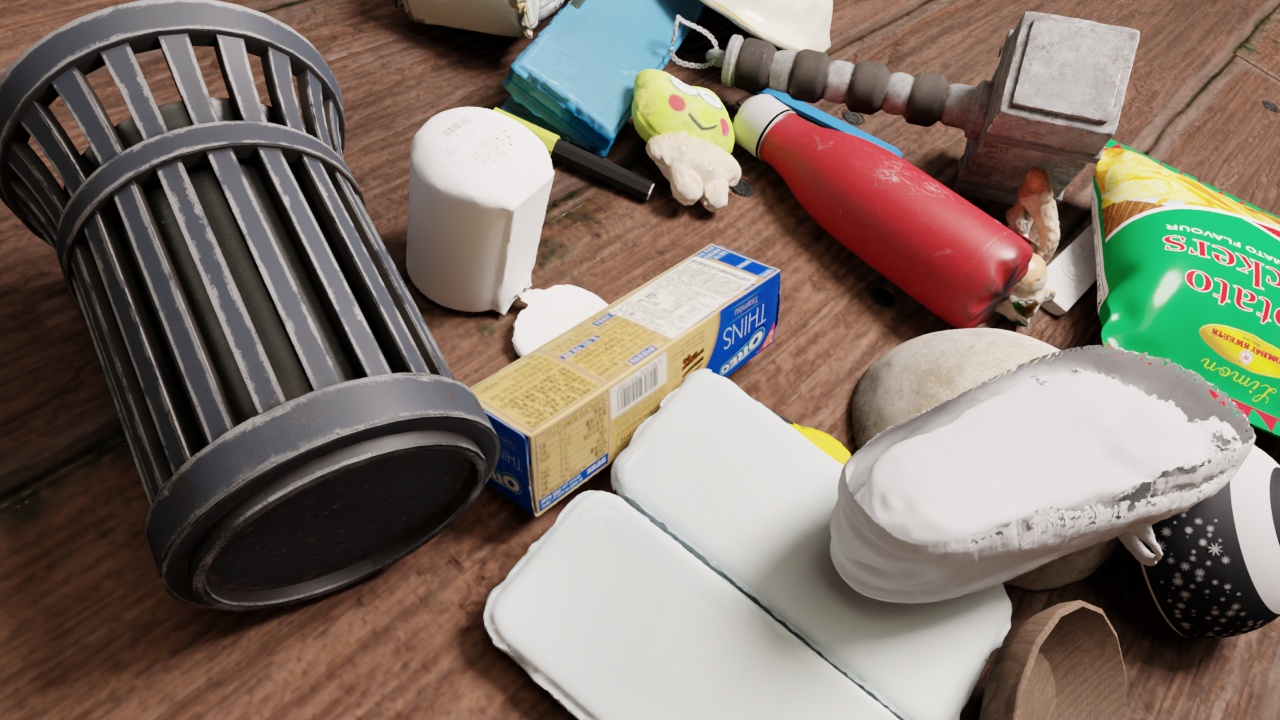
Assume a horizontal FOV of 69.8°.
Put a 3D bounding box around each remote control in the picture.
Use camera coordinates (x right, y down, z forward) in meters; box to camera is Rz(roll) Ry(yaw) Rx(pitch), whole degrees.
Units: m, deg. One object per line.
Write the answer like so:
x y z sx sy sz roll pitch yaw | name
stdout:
0.346 -0.074 0.726 0.033 0.012 0.130 45 52 15 | remote control

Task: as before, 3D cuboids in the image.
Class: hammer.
0.181 -0.205 0.697 0.326 0.177 0.079 15 85 11 | hammer

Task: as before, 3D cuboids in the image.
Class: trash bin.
-0.173 -0.020 0.414 0.164 0.165 0.227 -19 64 -30 | trash bin

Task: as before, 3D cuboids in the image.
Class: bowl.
0.224 0.040 0.550 0.178 0.081 0.178 8 51 -10 | bowl
0.192 0.171 0.437 0.117 0.030 0.118 0 89 -40 | bowl
0.334 0.094 0.515 0.120 0.067 0.120 14 69 -40 | bowl
0.096 -0.341 0.792 0.188 0.060 0.219 13 36 -28 | bowl

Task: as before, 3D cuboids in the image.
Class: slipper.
0.201 0.057 0.452 0.246 0.075 0.112 -15 63 -21 | slipper

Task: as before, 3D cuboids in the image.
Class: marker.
-0.049 -0.144 0.644 0.124 0.017 0.021 24 4 0 | marker

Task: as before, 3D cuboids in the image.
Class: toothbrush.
0.145 -0.210 0.767 0.166 0.014 0.016 27 49 3 | toothbrush

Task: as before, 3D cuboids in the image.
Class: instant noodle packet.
0.426 -0.058 0.687 0.195 0.091 0.252 22 53 -5 | instant noodle packet

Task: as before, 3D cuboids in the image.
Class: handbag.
-0.102 -0.326 0.705 0.112 0.123 0.171 14 45 18 | handbag

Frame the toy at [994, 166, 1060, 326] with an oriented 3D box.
0.263 -0.075 0.670 0.085 0.074 0.106 -11 74 11 | toy

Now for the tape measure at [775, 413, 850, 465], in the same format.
0.091 0.067 0.509 0.064 0.037 0.065 28 49 5 | tape measure

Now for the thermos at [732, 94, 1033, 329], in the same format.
0.161 -0.118 0.659 0.073 0.073 0.240 -29 60 -35 | thermos

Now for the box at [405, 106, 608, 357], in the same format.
-0.065 -0.065 0.520 0.150 0.106 0.080 31 52 6 | box

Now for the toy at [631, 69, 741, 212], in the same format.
0.035 -0.158 0.665 0.092 0.046 0.115 12 56 -37 | toy

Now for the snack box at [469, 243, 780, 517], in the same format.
-0.003 0.003 0.508 0.056 0.057 0.206 27 44 33 | snack box

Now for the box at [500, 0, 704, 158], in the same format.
-0.026 -0.247 0.729 0.093 0.053 0.230 35 48 -11 | box

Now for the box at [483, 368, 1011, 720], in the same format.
0.057 0.120 0.438 0.209 0.037 0.188 39 67 11 | box
